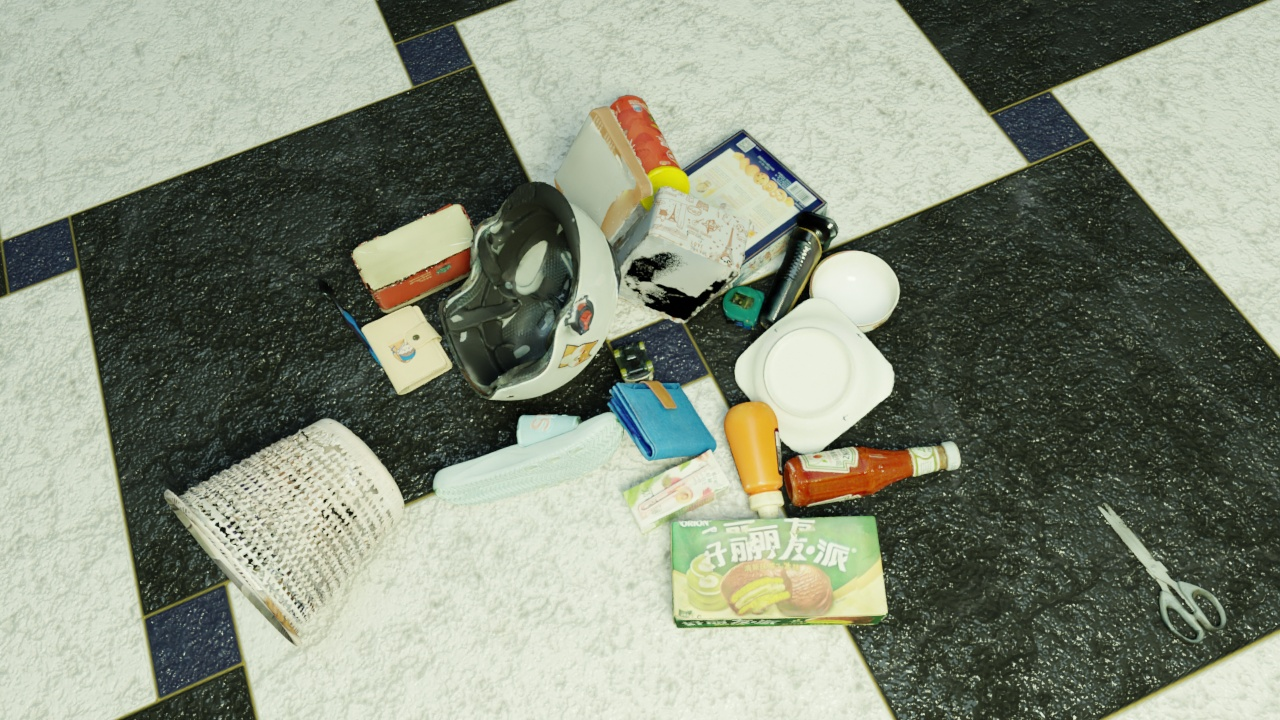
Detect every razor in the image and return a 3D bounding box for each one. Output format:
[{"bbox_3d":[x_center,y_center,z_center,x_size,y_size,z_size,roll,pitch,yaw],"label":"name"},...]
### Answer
[{"bbox_3d":[0.207,-0.116,1.220,0.062,0.067,0.167,24,86,34],"label":"razor"}]

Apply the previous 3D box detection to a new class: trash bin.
[{"bbox_3d":[-0.393,0.180,1.060,0.227,0.228,0.191,37,59,19],"label":"trash bin"}]

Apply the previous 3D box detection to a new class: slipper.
[{"bbox_3d":[-0.137,0.113,1.123,0.245,0.104,0.074,-18,62,2],"label":"slipper"}]

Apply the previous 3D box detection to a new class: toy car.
[{"bbox_3d":[-0.007,0.007,1.178,0.042,0.035,0.090,-19,29,-1],"label":"toy car"}]

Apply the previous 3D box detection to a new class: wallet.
[{"bbox_3d":[0.029,0.072,1.118,0.040,0.132,0.106,-45,64,27],"label":"wallet"},{"bbox_3d":[-0.313,-0.019,1.239,0.087,0.024,0.115,-28,65,-18],"label":"wallet"}]

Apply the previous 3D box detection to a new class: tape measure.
[{"bbox_3d":[0.137,-0.073,1.231,0.054,0.025,0.058,18,66,11],"label":"tape measure"}]

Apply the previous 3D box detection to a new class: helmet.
[{"bbox_3d":[-0.117,-0.074,1.154,0.230,0.156,0.274,44,110,39],"label":"helmet"}]

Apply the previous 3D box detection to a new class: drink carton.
[{"bbox_3d":[0.043,0.159,1.114,0.122,0.045,0.053,-25,66,-7],"label":"drink carton"}]

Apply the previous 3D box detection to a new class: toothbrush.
[{"bbox_3d":[-0.394,-0.045,1.268,0.014,0.016,0.189,-34,69,-22],"label":"toothbrush"}]

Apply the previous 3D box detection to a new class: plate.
[{"bbox_3d":[0.210,0.016,1.141,0.164,0.034,0.163,-42,70,11],"label":"plate"}]

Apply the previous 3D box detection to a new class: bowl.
[{"bbox_3d":[0.276,-0.082,1.204,0.113,0.062,0.113,-2,65,3],"label":"bowl"}]

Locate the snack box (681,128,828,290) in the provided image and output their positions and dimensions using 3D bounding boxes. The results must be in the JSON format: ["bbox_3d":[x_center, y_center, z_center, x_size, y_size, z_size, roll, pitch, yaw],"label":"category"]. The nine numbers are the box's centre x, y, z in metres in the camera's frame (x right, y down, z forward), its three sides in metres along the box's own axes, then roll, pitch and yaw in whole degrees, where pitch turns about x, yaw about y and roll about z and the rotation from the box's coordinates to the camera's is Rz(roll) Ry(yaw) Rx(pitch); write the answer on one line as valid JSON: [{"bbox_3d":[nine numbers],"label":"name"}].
[{"bbox_3d":[0.135,-0.216,1.290,0.182,0.046,0.178,-36,66,-13],"label":"snack box"}]

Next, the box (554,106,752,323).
[{"bbox_3d":[-0.002,-0.172,1.167,0.273,0.179,0.125,42,59,-3],"label":"box"}]

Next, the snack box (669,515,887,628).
[{"bbox_3d":[0.154,0.244,1.054,0.240,0.063,0.114,-2,63,4],"label":"snack box"}]

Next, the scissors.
[{"bbox_3d":[0.599,0.236,1.054,0.136,0.014,0.174,3,61,7],"label":"scissors"}]

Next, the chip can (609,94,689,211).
[{"bbox_3d":[0.007,-0.293,1.289,0.073,0.073,0.216,-16,44,-4],"label":"chip can"}]

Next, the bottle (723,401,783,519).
[{"bbox_3d":[0.144,0.127,1.116,0.067,0.067,0.149,-9,71,0],"label":"bottle"}]

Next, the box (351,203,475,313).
[{"bbox_3d":[-0.306,-0.148,1.272,0.168,0.080,0.091,-26,66,-9],"label":"box"}]

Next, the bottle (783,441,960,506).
[{"bbox_3d":[0.278,0.130,1.102,0.206,0.060,0.059,-10,64,0],"label":"bottle"}]
